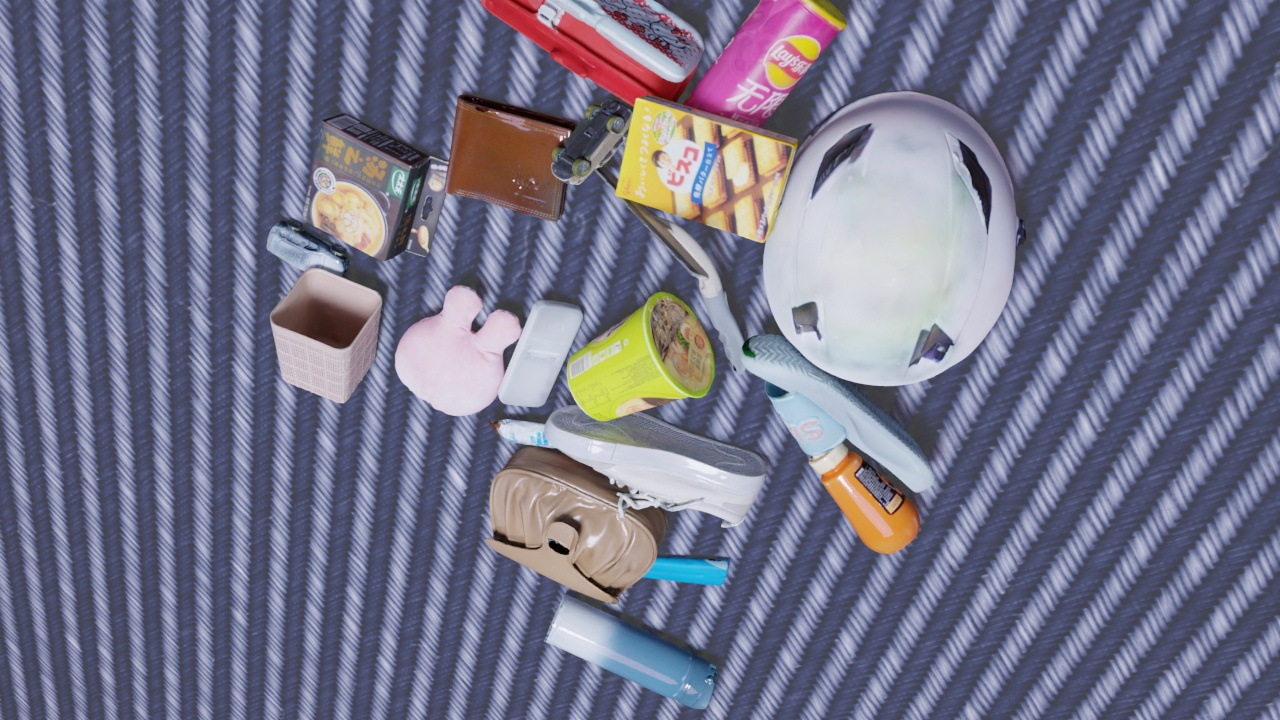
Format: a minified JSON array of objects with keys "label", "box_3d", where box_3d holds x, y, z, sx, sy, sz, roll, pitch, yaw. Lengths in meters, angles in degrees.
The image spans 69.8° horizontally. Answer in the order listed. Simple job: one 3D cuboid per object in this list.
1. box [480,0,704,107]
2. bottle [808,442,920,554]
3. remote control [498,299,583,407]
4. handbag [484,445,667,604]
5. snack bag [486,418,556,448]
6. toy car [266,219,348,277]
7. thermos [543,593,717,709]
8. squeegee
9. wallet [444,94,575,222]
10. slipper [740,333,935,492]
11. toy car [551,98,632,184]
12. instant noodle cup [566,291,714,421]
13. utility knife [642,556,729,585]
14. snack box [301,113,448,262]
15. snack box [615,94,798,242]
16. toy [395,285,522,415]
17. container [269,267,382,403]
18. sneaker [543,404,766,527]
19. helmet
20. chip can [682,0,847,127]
[{"label":"box","box_3d":[-0.048,-0.288,0.784,0.201,0.101,0.095,33,119,-4]},{"label":"bottle","box_3d":[0.227,0.133,0.964,0.067,0.066,0.149,-40,95,28]},{"label":"remote control","box_3d":[-0.108,-0.006,0.982,0.055,0.020,0.136,8,125,-28]},{"label":"handbag","box_3d":[-0.080,0.193,1.046,0.204,0.099,0.148,24,118,6]},{"label":"snack bag","box_3d":[-0.121,0.082,1.035,0.104,0.026,0.048,6,158,10]},{"label":"toy car","box_3d":[-0.360,-0.116,0.992,0.090,0.034,0.043,30,117,-5]},{"label":"thermos","box_3d":[-0.010,0.365,1.140,0.220,0.070,0.070,25,120,0]},{"label":"squeegee","box_3d":[0.060,-0.069,0.871,0.039,0.246,0.246,-37,131,0]},{"label":"wallet","box_3d":[-0.128,-0.195,0.894,0.124,0.032,0.101,16,122,6]},{"label":"slipper","box_3d":[0.189,0.058,0.906,0.245,0.104,0.074,36,108,-15]},{"label":"toy car","box_3d":[-0.044,-0.199,0.846,0.090,0.042,0.035,-49,139,-3]},{"label":"instant noodle cup","box_3d":[-0.006,0.005,0.932,0.124,0.111,0.112,-25,109,33]},{"label":"utility knife","box_3d":[0.027,0.247,1.095,0.159,0.018,0.034,1,114,16]},{"label":"snack box","box_3d":[-0.269,-0.172,0.934,0.125,0.053,0.113,27,120,5]},{"label":"snack box","box_3d":[0.054,-0.164,0.779,0.140,0.033,0.087,21,118,12]},{"label":"toy","box_3d":[-0.195,-0.009,0.994,0.121,0.054,0.160,34,121,-14]},{"label":"container","box_3d":[-0.337,-0.022,0.992,0.090,0.090,0.111,21,140,0]},{"label":"sneaker","box_3d":[0.009,0.119,0.993,0.242,0.089,0.091,17,115,-2]},{"label":"helmet","box_3d":[0.210,-0.091,0.789,0.229,0.145,0.259,13,115,11]},{"label":"chip can","box_3d":[0.082,-0.228,0.799,0.071,0.071,0.211,37,120,-7]}]
